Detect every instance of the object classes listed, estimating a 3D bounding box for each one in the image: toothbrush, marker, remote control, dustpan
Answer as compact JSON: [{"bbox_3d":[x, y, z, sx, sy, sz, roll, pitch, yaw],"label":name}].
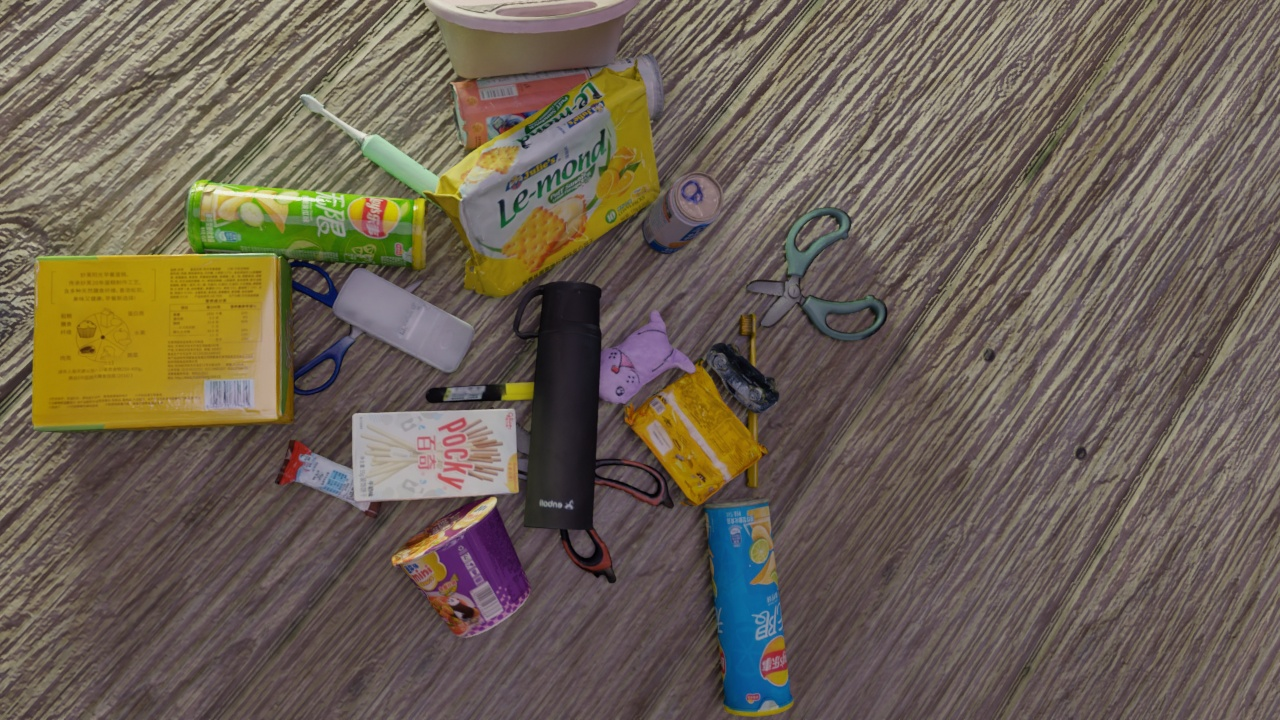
[{"bbox_3d":[0.118,0.043,0.998,0.016,0.016,0.190,1,83,-8],"label":"toothbrush"},{"bbox_3d":[-0.156,0.033,0.937,0.124,0.015,0.018,-3,83,-12],"label":"marker"},{"bbox_3d":[-0.235,-0.039,0.916,0.136,0.020,0.055,28,75,-12],"label":"remote control"},{"bbox_3d":[-0.251,-0.202,0.938,0.224,0.027,0.026,35,109,-7],"label":"toothbrush"},{"bbox_3d":[-0.109,-0.387,0.895,0.222,0.139,0.273,-12,70,-11],"label":"dustpan"}]

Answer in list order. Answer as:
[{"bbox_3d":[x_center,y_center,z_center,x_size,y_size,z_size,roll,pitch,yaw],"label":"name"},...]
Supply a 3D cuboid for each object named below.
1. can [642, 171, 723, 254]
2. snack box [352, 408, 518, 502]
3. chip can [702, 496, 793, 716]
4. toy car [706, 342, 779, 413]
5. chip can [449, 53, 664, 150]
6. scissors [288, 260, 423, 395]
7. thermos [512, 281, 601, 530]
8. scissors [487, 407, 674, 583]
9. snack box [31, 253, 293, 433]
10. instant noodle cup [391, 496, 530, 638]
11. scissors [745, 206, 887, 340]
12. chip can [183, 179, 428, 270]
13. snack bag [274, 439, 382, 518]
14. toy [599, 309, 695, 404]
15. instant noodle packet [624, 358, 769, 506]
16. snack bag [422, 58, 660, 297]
[{"bbox_3d":[0.042,-0.150,0.942,0.053,0.135,0.053,1,83,-13],"label":"can"},{"bbox_3d":[-0.199,0.092,0.894,0.156,0.027,0.084,-1,79,-16],"label":"snack box"},{"bbox_3d":[0.109,0.248,0.942,0.071,0.071,0.210,-5,84,-14],"label":"chip can"},{"bbox_3d":[0.107,0.018,0.974,0.090,0.034,0.042,43,36,7],"label":"toy car"},{"bbox_3d":[-0.087,-0.271,0.960,0.214,0.071,0.071,-12,86,-14],"label":"chip can"},{"bbox_3d":[-0.291,-0.032,0.916,0.173,0.012,0.162,31,77,-9],"label":"scissors"},{"bbox_3d":[-0.085,0.045,0.916,0.090,0.068,0.242,0,80,12],"label":"thermos"},{"bbox_3d":[-0.071,0.130,0.944,0.188,0.015,0.226,-22,89,-15],"label":"scissors"},{"bbox_3d":[-0.432,-0.016,0.845,0.210,0.070,0.157,-2,84,-9],"label":"snack box"},{"bbox_3d":[-0.163,0.200,0.874,0.111,0.112,0.099,-31,100,-15],"label":"instant noodle cup"},{"bbox_3d":[0.211,-0.080,1.034,0.181,0.019,0.170,41,75,-6],"label":"scissors"},{"bbox_3d":[-0.320,-0.130,0.889,0.221,0.073,0.072,3,83,-13],"label":"chip can"},{"bbox_3d":[-0.297,0.115,0.888,0.104,0.026,0.048,20,81,-11],"label":"snack bag"},{"bbox_3d":[-0.006,0.006,0.958,0.108,0.039,0.084,-32,68,-11],"label":"toy"},{"bbox_3d":[0.055,0.076,0.964,0.110,0.044,0.128,-35,86,-14],"label":"instant noodle packet"},{"bbox_3d":[-0.088,-0.177,0.913,0.246,0.158,0.068,-36,59,-15],"label":"snack bag"}]
